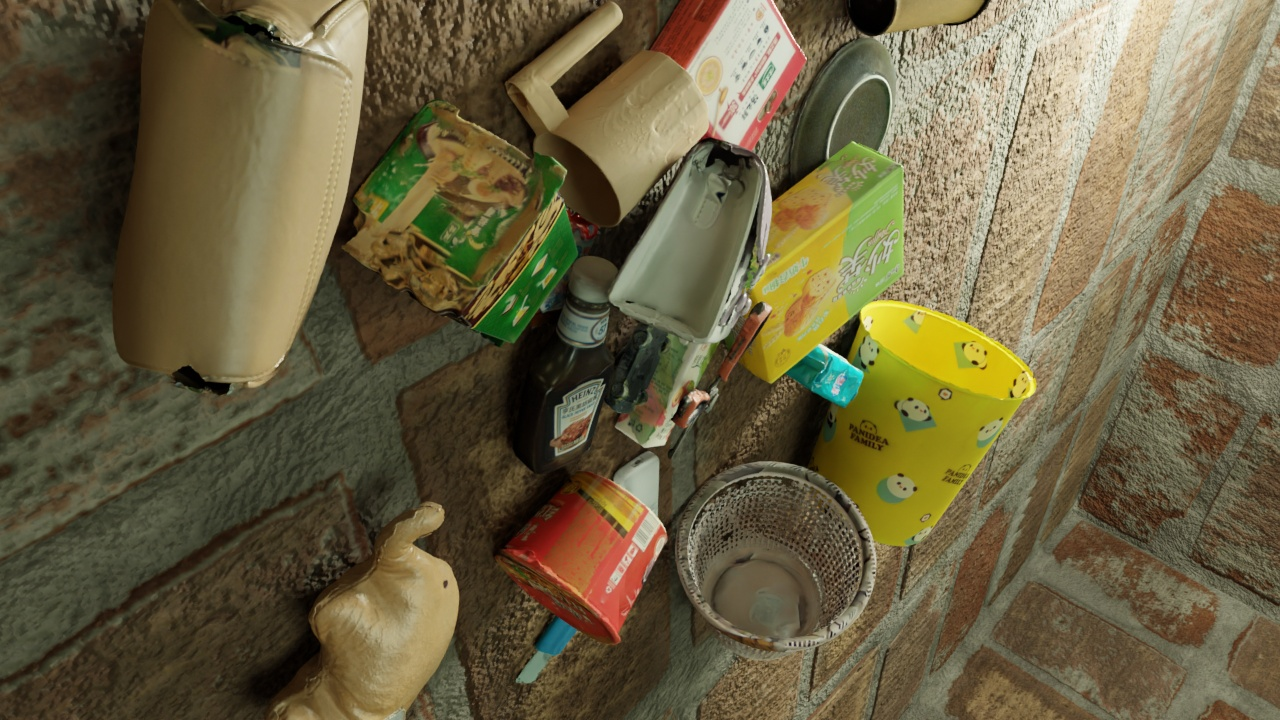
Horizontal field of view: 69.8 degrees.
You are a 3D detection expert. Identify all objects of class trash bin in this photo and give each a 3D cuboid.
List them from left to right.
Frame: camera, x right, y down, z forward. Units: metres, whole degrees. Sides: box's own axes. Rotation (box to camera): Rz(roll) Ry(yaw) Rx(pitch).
[{"bbox_3d":[0.154,0.265,1.114,0.227,0.227,0.192,-42,155,-23],"label":"trash bin"},{"bbox_3d":[0.348,0.087,1.203,0.229,0.230,0.256,-14,132,-46],"label":"trash bin"}]

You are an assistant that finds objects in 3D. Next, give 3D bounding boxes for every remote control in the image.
[{"bbox_3d":[-0.005,0.157,0.974,0.055,0.020,0.136,-31,138,-34],"label":"remote control"}]

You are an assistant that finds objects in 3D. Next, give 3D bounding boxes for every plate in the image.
[{"bbox_3d":[0.218,-0.240,0.947,0.179,0.024,0.180,-32,138,-35],"label":"plate"}]

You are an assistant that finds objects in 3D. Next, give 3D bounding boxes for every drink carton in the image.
[{"bbox_3d":[0.025,0.020,0.884,0.122,0.045,0.053,-64,157,10],"label":"drink carton"}]

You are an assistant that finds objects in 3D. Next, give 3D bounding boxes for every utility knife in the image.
[{"bbox_3d":[-0.072,0.267,0.967,0.034,0.018,0.187,35,92,-12],"label":"utility knife"}]

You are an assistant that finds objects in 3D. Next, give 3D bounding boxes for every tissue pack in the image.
[{"bbox_3d":[0.191,0.002,1.039,0.050,0.093,0.133,-58,147,6],"label":"tissue pack"}]

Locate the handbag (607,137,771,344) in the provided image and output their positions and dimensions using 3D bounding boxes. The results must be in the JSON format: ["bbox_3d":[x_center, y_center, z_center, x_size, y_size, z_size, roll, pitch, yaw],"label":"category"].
[{"bbox_3d":[0.054,-0.088,0.732,0.197,0.098,0.145,-19,129,-82],"label":"handbag"}]

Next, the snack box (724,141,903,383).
[{"bbox_3d":[0.174,-0.099,0.938,0.209,0.070,0.158,-38,141,-14],"label":"snack box"}]

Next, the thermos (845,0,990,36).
[{"bbox_3d":[0.266,-0.353,0.868,0.143,0.093,0.093,-27,136,-27],"label":"thermos"}]

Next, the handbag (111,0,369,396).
[{"bbox_3d":[-0.195,-0.087,0.443,0.099,0.147,0.205,13,107,-16],"label":"handbag"}]

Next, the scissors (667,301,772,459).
[{"bbox_3d":[0.070,0.025,0.884,0.189,0.015,0.226,-55,170,7],"label":"scissors"}]

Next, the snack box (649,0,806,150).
[{"bbox_3d":[0.069,-0.238,0.739,0.113,0.044,0.127,-58,145,-1],"label":"snack box"}]

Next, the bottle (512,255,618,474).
[{"bbox_3d":[-0.055,0.005,0.744,0.079,0.044,0.195,-23,142,-41],"label":"bottle"}]

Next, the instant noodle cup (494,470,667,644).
[{"bbox_3d":[-0.047,0.177,0.844,0.108,0.138,0.138,-52,146,-25],"label":"instant noodle cup"}]

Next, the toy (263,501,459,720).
[{"bbox_3d":[-0.198,0.204,0.713,0.226,0.082,0.143,-65,154,5],"label":"toy"}]

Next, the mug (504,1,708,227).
[{"bbox_3d":[-0.023,-0.175,0.653,0.103,0.084,0.124,-47,118,-20],"label":"mug"}]

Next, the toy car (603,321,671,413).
[{"bbox_3d":[-0.005,0.005,0.844,0.043,0.034,0.090,16,101,-53],"label":"toy car"}]

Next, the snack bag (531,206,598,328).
[{"bbox_3d":[-0.059,-0.074,0.721,0.045,0.026,0.105,-14,129,-56],"label":"snack bag"}]

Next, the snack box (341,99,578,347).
[{"bbox_3d":[-0.105,-0.079,0.596,0.117,0.118,0.105,-54,158,-6],"label":"snack box"}]
